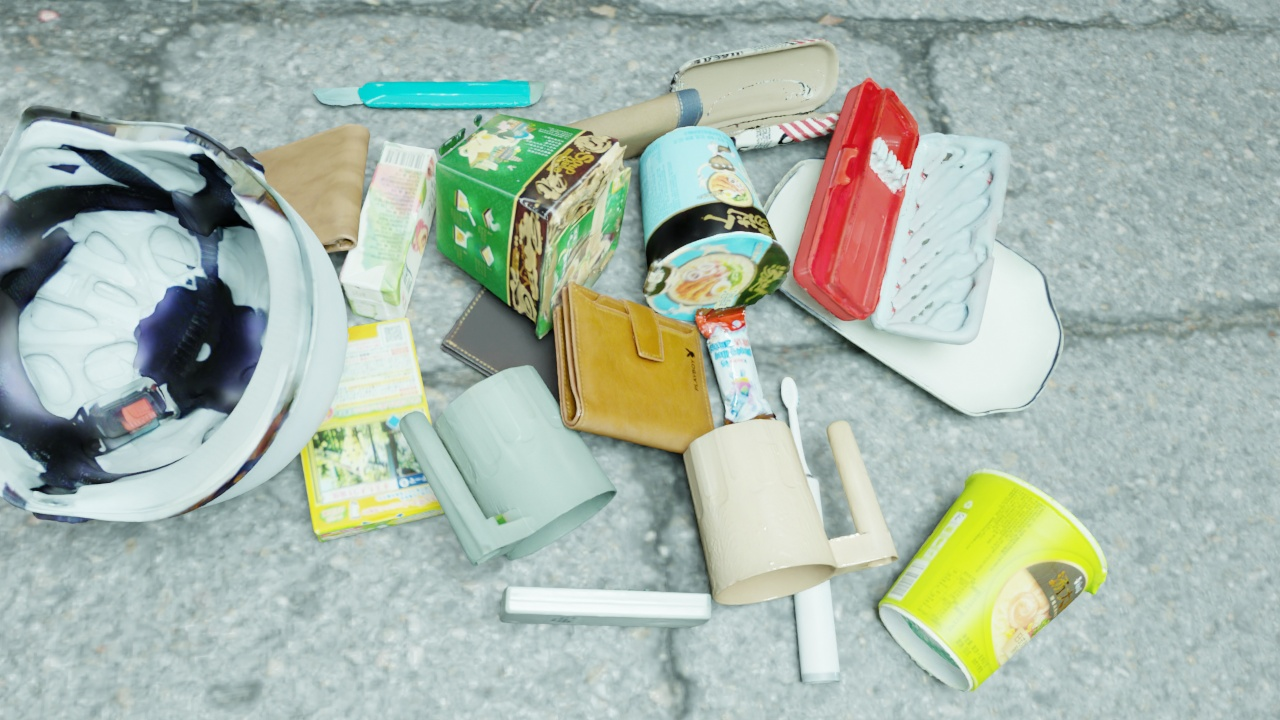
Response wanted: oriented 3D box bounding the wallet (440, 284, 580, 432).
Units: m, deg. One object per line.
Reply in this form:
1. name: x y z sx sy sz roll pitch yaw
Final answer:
1. wallet: -0.071 -0.016 0.679 0.122 0.020 0.096 31 69 1

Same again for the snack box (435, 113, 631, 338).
1. snack box: -0.081 -0.106 0.652 0.105 0.118 0.118 26 48 13

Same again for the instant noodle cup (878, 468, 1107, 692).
1. instant noodle cup: 0.233 0.157 0.632 0.123 0.112 0.111 -42 81 -15

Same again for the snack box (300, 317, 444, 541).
1. snack box: -0.187 0.045 0.624 0.086 0.034 0.140 -12 70 -16

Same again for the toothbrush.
1. toothbrush: 0.118 0.116 0.661 0.027 0.026 0.220 -12 66 22

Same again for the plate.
1. plate: 0.215 -0.060 0.748 0.266 0.034 0.161 33 66 2

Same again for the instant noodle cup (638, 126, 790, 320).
1. instant noodle cup: 0.045 -0.109 0.698 0.111 0.111 0.120 -4 62 -14

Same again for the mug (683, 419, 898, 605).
1. mug: 0.098 0.098 0.622 0.124 0.084 0.103 -13 62 0

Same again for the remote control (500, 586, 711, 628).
1. remote control: -0.023 0.161 0.598 0.135 0.056 0.019 4 67 -9

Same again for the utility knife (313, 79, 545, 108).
1. utility knife: -0.167 -0.215 0.742 0.185 0.013 0.029 -4 66 -15

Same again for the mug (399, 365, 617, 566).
1. mug: -0.088 0.069 0.593 0.123 0.084 0.103 -9 62 -56

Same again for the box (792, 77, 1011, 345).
1. box: 0.205 -0.114 0.717 0.157 0.069 0.200 23 65 -6

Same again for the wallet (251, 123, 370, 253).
1. wallet: -0.249 -0.114 0.654 0.115 0.020 0.101 -10 61 14

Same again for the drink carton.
1. drink carton: -0.182 -0.094 0.669 0.045 0.054 0.122 11 67 -3

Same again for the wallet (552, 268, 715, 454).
1. wallet: -0.004 0.004 0.649 0.130 0.035 0.119 16 61 -41

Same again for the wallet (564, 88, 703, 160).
1. wallet: -0.016 -0.176 0.718 0.115 0.090 0.033 -22 93 -17

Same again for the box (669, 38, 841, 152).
1. box: 0.106 -0.222 0.767 0.162 0.075 0.086 -17 103 -15

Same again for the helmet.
1. helmet: -0.282 -0.016 0.555 0.259 0.146 0.229 19 85 11

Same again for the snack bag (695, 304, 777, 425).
1. snack bag: 0.072 0.008 0.692 0.045 0.026 0.105 -10 80 -25
